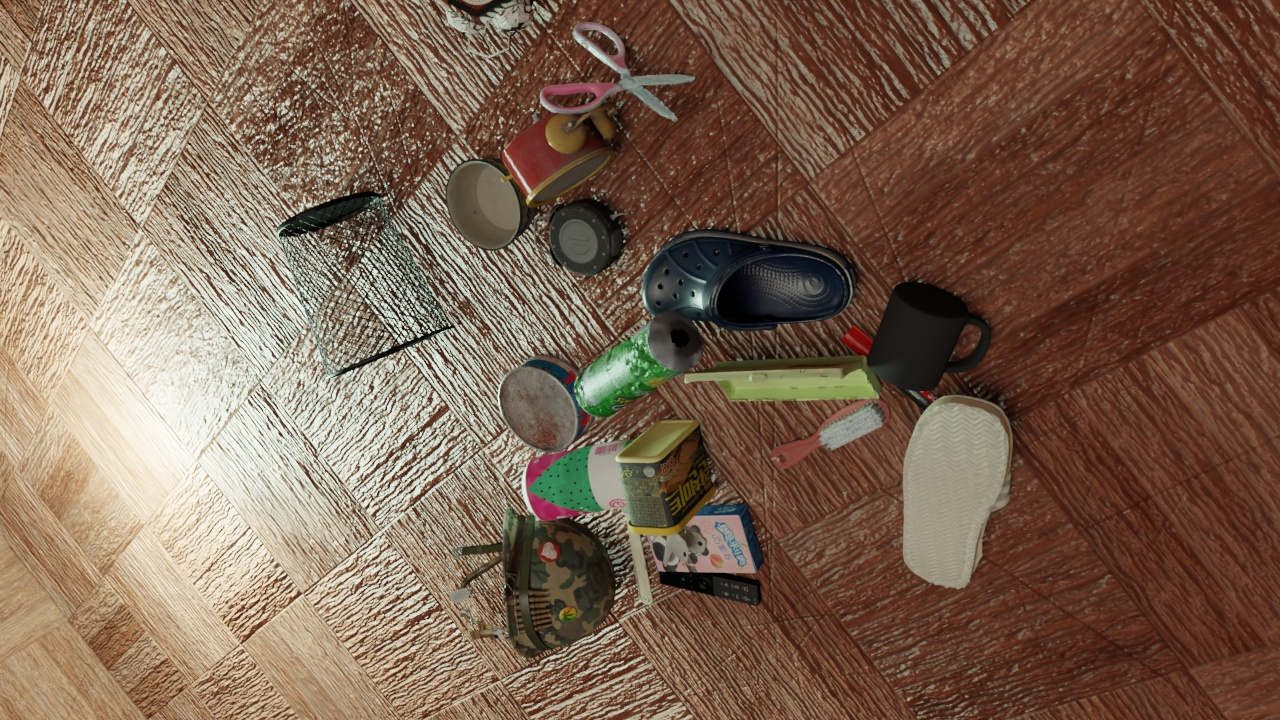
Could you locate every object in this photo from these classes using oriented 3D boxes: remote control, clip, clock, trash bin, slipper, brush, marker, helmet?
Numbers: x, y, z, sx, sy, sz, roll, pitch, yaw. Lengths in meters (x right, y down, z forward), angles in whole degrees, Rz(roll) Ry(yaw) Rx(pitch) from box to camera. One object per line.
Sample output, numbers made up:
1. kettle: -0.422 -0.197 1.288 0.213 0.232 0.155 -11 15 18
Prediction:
1. remote control: 0.094 0.307 1.267 0.150 0.013 0.034 6 116 28
2. clip: 0.053 0.240 1.207 0.054 0.040 0.102 26 124 34
3. clock: -0.090 -0.248 1.043 0.159 0.116 0.081 -30 92 44
4. clock: -0.069 -0.152 1.122 0.123 0.043 0.091 13 119 25
5. trash bin: -0.385 -0.106 1.257 0.185 0.183 0.210 -19 97 36
6. slipper: 0.109 -0.086 1.021 0.253 0.095 0.105 2 116 26
7. brush: 0.217 0.092 1.080 0.173 0.030 0.041 -34 93 38
8. brush: -0.006 0.259 1.306 0.033 0.012 0.218 4 116 29
9. clock: -0.164 -0.420 1.034 0.115 0.065 0.155 8 101 27
10. slipper: 0.346 0.147 1.015 0.114 0.053 0.273 14 129 21
11. marker: 0.284 0.016 1.009 0.145 0.021 0.023 41 97 7
12. helmet: -0.159 0.310 1.302 0.236 0.192 0.224 -23 116 10

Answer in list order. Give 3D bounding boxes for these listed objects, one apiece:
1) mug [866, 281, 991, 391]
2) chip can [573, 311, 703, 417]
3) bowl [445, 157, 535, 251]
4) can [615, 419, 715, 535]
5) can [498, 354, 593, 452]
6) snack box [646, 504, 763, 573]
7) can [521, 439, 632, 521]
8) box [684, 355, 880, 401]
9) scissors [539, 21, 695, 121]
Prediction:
1. mug: 0.304 -0.023 0.952 0.113 0.078 0.088 10 121 -4
2. chip can: -0.006 0.008 1.099 0.075 0.075 0.224 54 149 -2
3. bowl: -0.181 -0.202 1.155 0.116 0.059 0.116 13 119 25
4. can: 0.032 0.143 1.153 0.073 0.130 0.101 -3 109 32
5. can: -0.130 0.060 1.261 0.130 0.044 0.130 13 119 25
6. snack box: 0.081 0.239 1.229 0.154 0.033 0.088 -7 109 33
7. can: -0.070 0.160 1.228 0.166 0.088 0.088 -13 106 19
8. box: 0.160 0.017 1.029 0.188 0.140 0.048 -3 80 33
9. scissors: -0.027 -0.314 0.995 0.170 0.167 0.014 -7 153 -5
